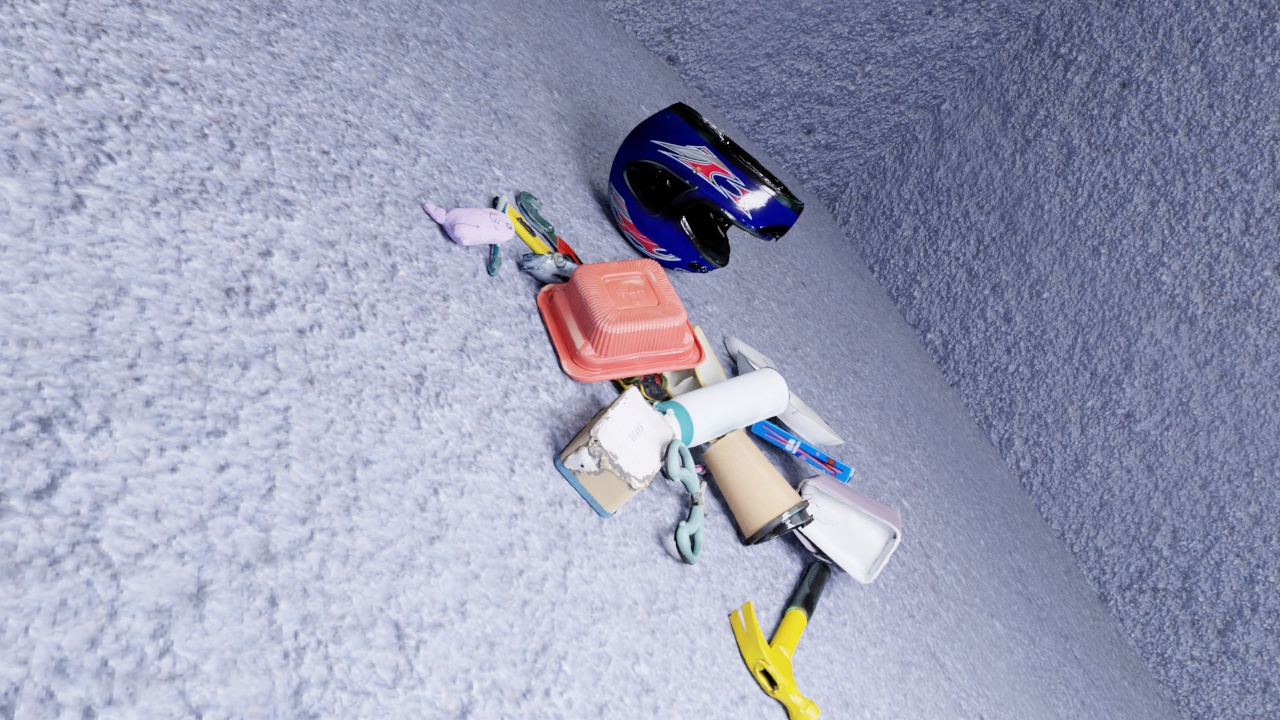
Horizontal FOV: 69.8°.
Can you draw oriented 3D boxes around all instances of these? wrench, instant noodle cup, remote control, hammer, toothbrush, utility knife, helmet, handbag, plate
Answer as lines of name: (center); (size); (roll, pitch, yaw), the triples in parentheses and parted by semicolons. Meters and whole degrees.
wrench: (-0.090, -0.137, 1.306); (0.273, 0.016, 0.056); (51, 26, 8)
instant noodle cup: (-0.022, -0.058, 1.123); (0.188, 0.079, 0.164); (-9, 50, -23)
remote control: (0.200, 0.001, 1.620); (0.135, 0.019, 0.056); (27, 30, -43)
hammer: (0.180, 0.298, 1.062); (0.129, 0.033, 0.300); (52, 22, 6)
toothbrush: (-0.178, -0.164, 1.166); (0.016, 0.018, 0.191); (26, 33, -22)
utility knife: (-0.140, -0.160, 1.250); (0.173, 0.015, 0.033); (47, 25, -3)
helmet: (0.088, -0.263, 1.541); (0.315, 0.241, 0.246); (44, 20, 19)
toothbrush: (0.080, 0.141, 1.161); (0.187, 0.016, 0.017); (12, 49, -56)
handbag: (0.273, 0.219, 1.247); (0.145, 0.098, 0.197); (36, 7, 14)
handbag: (0.095, 0.057, 1.291); (0.179, 0.063, 0.163); (57, 18, -21)
plate: (0.227, 0.066, 1.461); (0.162, 0.034, 0.265); (36, 8, -21)

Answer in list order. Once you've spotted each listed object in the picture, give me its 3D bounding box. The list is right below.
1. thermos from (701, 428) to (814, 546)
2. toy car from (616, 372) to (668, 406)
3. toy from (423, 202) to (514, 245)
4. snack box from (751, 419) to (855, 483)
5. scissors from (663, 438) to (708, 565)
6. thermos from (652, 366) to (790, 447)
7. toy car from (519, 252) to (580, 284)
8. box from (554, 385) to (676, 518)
thermos: (0.141, 0.159, 1.134); (0.143, 0.093, 0.093); (57, 23, 15)
toy car: (-0.019, -0.002, 1.176); (0.071, 0.041, 0.155); (20, 29, -50)
toy: (-0.199, -0.164, 1.104); (0.084, 0.039, 0.107); (42, 32, 23)
snack box: (0.242, 0.134, 1.361); (0.157, 0.026, 0.084); (29, 0, 16)
scissors: (0.058, 0.171, 1.025); (0.177, 0.019, 0.169); (57, 27, -59)
thermos: (0.093, 0.065, 1.150); (0.223, 0.073, 0.073); (-16, 64, -42)
toy car: (-0.101, -0.114, 1.195); (0.120, 0.054, 0.036); (13, 84, -46)
box: (-0.021, 0.092, 0.993); (0.090, 0.062, 0.184); (49, 19, 0)
